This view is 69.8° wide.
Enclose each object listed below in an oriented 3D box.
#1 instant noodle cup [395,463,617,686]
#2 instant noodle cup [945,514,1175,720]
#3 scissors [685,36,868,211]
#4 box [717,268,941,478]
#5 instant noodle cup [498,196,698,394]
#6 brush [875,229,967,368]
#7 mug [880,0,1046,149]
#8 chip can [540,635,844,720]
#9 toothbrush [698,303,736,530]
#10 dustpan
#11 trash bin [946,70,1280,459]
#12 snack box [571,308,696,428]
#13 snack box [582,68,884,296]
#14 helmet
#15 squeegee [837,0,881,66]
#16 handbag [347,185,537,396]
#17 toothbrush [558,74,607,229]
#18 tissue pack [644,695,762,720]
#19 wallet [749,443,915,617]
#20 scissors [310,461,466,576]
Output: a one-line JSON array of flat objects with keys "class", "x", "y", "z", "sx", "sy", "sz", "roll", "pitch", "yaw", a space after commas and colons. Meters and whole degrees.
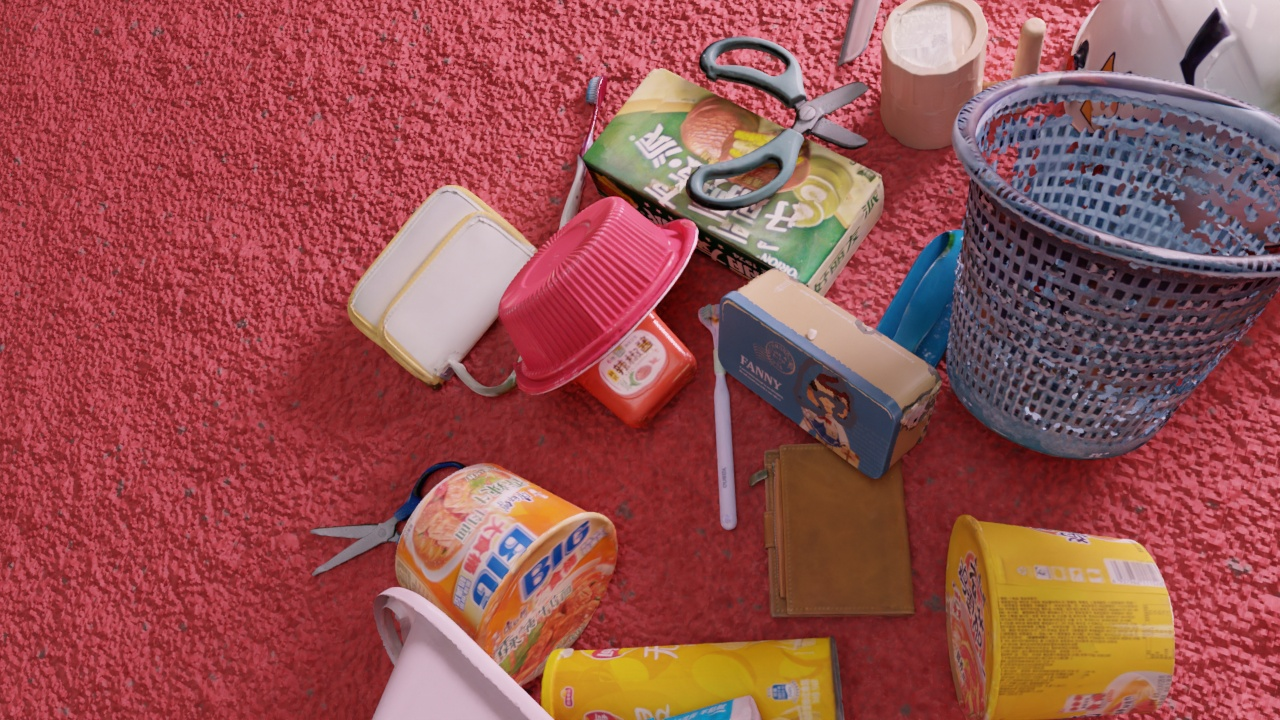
[{"class": "instant noodle cup", "x": -0.107, "y": 0.157, "z": 0.704, "sx": 0.111, "sy": 0.151, "sz": 0.151, "roll": 29, "pitch": 82, "yaw": 30}, {"class": "instant noodle cup", "x": 0.268, "y": 0.170, "z": 0.599, "sx": 0.110, "sy": 0.138, "sz": 0.138, "roll": 0, "pitch": 72, "yaw": 6}, {"class": "scissors", "x": 0.095, "y": -0.208, "z": 0.762, "sx": 0.170, "sy": 0.019, "sz": 0.179, "roll": -30, "pitch": 65, "yaw": 3}, {"class": "box", "x": 0.133, "y": 0.003, "z": 0.696, "sx": 0.059, "sy": 0.090, "sz": 0.184, "roll": -36, "pitch": 53, "yaw": -27}, {"class": "instant noodle cup", "x": -0.047, "y": -0.063, "z": 0.733, "sx": 0.194, "sy": 0.194, "sz": 0.066, "roll": -47, "pitch": 110, "yaw": -3}, {"class": "brush", "x": 0.222, "y": -0.040, "z": 0.708, "sx": 0.055, "sy": 0.073, "sz": 0.143, "roll": 30, "pitch": 82, "yaw": 17}, {"class": "mug", "x": 0.258, "y": -0.235, "z": 0.745, "sx": 0.125, "sy": 0.103, "sz": 0.084, "roll": 2, "pitch": 73, "yaw": 17}, {"class": "chip can", "x": 0.038, "y": 0.243, "z": 0.669, "sx": 0.213, "sy": 0.072, "sz": 0.072, "roll": -6, "pitch": 71, "yaw": 13}, {"class": "toothbrush", "x": 0.067, "y": 0.044, "z": 0.753, "sx": 0.029, "sy": 0.021, "sz": 0.189, "roll": -8, "pitch": 73, "yaw": 16}, {"class": "dustpan", "x": -0.086, "y": 0.269, "z": 0.635, "sx": 0.273, "sy": 0.223, "sz": 0.138, "roll": 16, "pitch": 45, "yaw": 5}, {"class": "trash bin", "x": 0.297, "y": -0.051, "z": 0.602, "sx": 0.226, "sy": 0.195, "sz": 0.226, "roll": 1, "pitch": 43, "yaw": -1}, {"class": "snack box", "x": -0.004, "y": 0.004, "z": 0.759, "sx": 0.080, "sy": 0.082, "sz": 0.091, "roll": 44, "pitch": 88, "yaw": 10}, {"class": "snack box", "x": 0.077, "y": -0.151, "z": 0.790, "sx": 0.240, "sy": 0.063, "sz": 0.114, "roll": 34, "pitch": 80, "yaw": 22}, {"class": "helmet", "x": 0.440, "y": -0.224, "z": 0.661, "sx": 0.230, "sy": 0.157, "sz": 0.273, "roll": -6, "pitch": 71, "yaw": 13}, {"class": "squeegee", "x": 0.322, "y": -0.367, "z": 0.807, "sx": 0.250, "sy": 0.040, "sz": 0.247, "roll": 10, "pitch": 75, "yaw": 18}, {"class": "handbag", "x": -0.160, "y": -0.054, "z": 0.832, "sx": 0.179, "sy": 0.063, "sz": 0.163, "roll": 38, "pitch": 87, "yaw": 20}, {"class": "toothbrush", "x": -0.058, "y": -0.189, "z": 0.868, "sx": 0.017, "sy": 0.016, "sz": 0.187, "roll": 5, "pitch": 73, "yaw": 25}, {"class": "tissue pack", "x": 0.056, "y": 0.294, "z": 0.609, "sx": 0.090, "sy": 0.063, "sz": 0.140, "roll": -20, "pitch": 101, "yaw": 17}, {"class": "wallet", "x": 0.141, "y": 0.127, "z": 0.696, "sx": 0.119, "sy": 0.035, "sz": 0.130, "roll": -4, "pitch": 70, "yaw": 14}, {"class": "scissors", "x": -0.213, "y": 0.142, "z": 0.806, "sx": 0.165, "sy": 0.012, "sz": 0.156, "roll": 20, "pitch": 81, "yaw": 22}]
